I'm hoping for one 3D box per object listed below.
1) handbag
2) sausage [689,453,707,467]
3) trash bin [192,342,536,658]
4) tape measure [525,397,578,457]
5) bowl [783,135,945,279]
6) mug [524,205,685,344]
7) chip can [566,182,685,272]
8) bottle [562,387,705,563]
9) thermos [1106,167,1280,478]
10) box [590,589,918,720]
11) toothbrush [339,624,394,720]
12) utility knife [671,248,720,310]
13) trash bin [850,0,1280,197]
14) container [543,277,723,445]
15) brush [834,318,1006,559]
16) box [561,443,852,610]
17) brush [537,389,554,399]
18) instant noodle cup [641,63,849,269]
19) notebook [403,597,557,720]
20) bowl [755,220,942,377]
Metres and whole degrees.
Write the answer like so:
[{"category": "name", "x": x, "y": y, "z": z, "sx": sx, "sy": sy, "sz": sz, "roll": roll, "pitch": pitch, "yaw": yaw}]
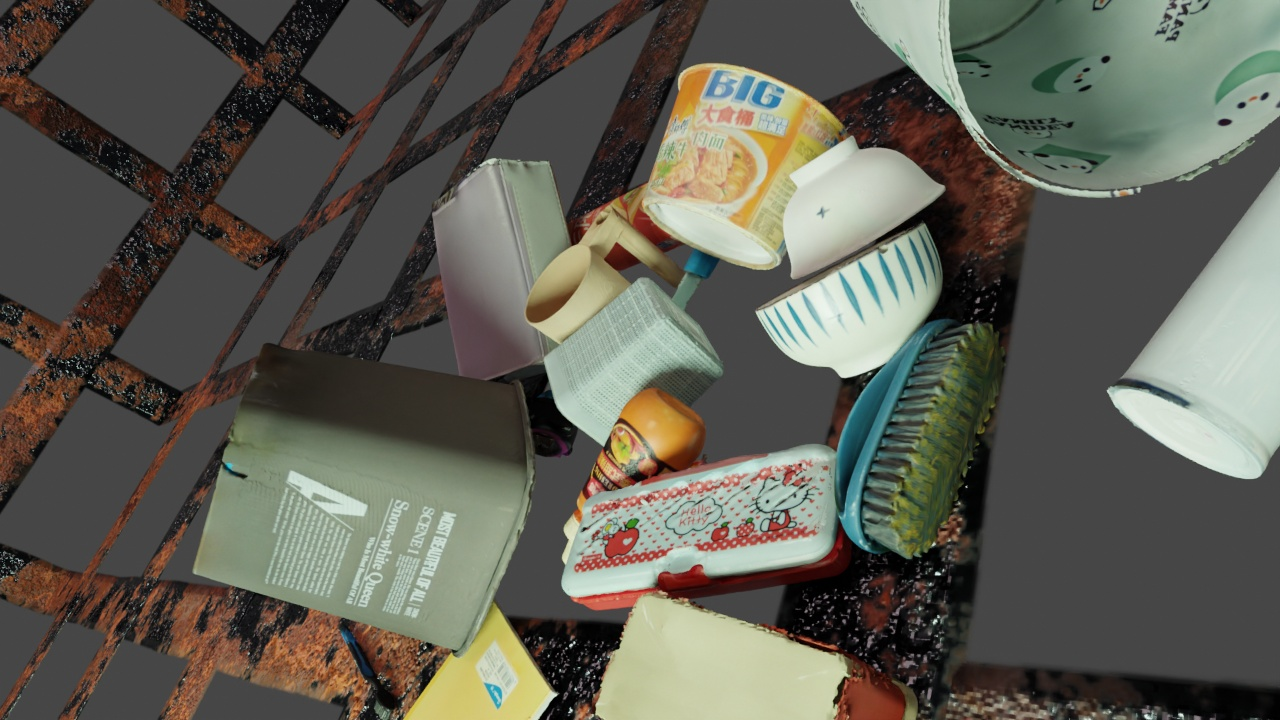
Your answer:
[{"category": "handbag", "x": -0.130, "y": -0.080, "z": 0.903, "sx": 0.145, "sy": 0.098, "sz": 0.197, "roll": -15, "pitch": 86, "yaw": 41}, {"category": "sausage", "x": 0.025, "y": 0.132, "z": 0.629, "sx": 0.020, "sy": 0.020, "sz": 0.155, "roll": -19, "pitch": 44, "yaw": 44}, {"category": "trash bin", "x": -0.221, "y": 0.102, "z": 0.747, "sx": 0.199, "sy": 0.219, "sz": 0.198, "roll": -66, "pitch": 22, "yaw": 20}, {"category": "tape measure", "x": -0.085, "y": 0.061, "z": 0.817, "sx": 0.058, "sy": 0.057, "sz": 0.039, "roll": 109, "pitch": 177, "yaw": -56}, {"category": "bowl", "x": 0.140, "y": -0.114, "z": 0.632, "sx": 0.118, "sy": 0.065, "sz": 0.118, "roll": -32, "pitch": 4, "yaw": 2}, {"category": "mug", "x": -0.025, "y": -0.056, "z": 0.811, "sx": 0.124, "sy": 0.103, "sz": 0.084, "roll": -56, "pitch": 30, "yaw": -6}, {"category": "chip can", "x": -0.018, "y": -0.125, "z": 0.908, "sx": 0.217, "sy": 0.073, "sz": 0.073, "roll": -17, "pitch": 45, "yaw": 44}, {"category": "bottle", "x": -0.012, "y": 0.094, "z": 0.686, "sx": 0.149, "sy": 0.066, "sz": 0.067, "roll": -56, "pitch": 29, "yaw": 8}, {"category": "thermos", "x": 0.304, "y": -0.056, "z": 0.398, "sx": 0.224, "sy": 0.073, "sz": 0.073, "roll": -53, "pitch": 30, "yaw": 0}, {"category": "box", "x": 0.049, "y": 0.180, "z": 0.490, "sx": 0.169, "sy": 0.077, "sz": 0.091, "roll": -1, "pitch": 58, "yaw": 53}, {"category": "toothbrush", "x": -0.262, "y": 0.290, "z": 0.868, "sx": 0.190, "sy": 0.014, "sz": 0.016, "roll": 16, "pitch": 95, "yaw": 59}, {"category": "utility knife", "x": 0.071, "y": -0.117, "z": 0.815, "sx": 0.018, "sy": 0.034, "sz": 0.185, "roll": 16, "pitch": 73, "yaw": 50}, {"category": "trash bin", "x": 0.240, "y": -0.249, "z": 0.544, "sx": 0.230, "sy": 0.229, "sz": 0.251, "roll": -43, "pitch": 27, "yaw": 17}, {"category": "container", "x": -0.004, "y": 0.004, "z": 0.737, "sx": 0.111, "sy": 0.090, "sz": 0.090, "roll": -43, "pitch": 32, "yaw": 12}, {"category": "brush", "x": 0.150, "y": 0.041, "z": 0.517, "sx": 0.074, "sy": 0.055, "sz": 0.143, "roll": 3, "pitch": 61, "yaw": 55}, {"category": "box", "x": 0.036, "y": 0.106, "z": 0.586, "sx": 0.202, "sy": 0.047, "sz": 0.086, "roll": -18, "pitch": 44, "yaw": 33}, {"category": "brush", "x": -0.203, "y": 0.120, "z": 0.931, "sx": 0.315, "sy": 0.060, "sz": 0.109, "roll": -46, "pitch": 36, "yaw": 6}, {"category": "instant noodle cup", "x": 0.077, "y": -0.148, "z": 0.735, "sx": 0.151, "sy": 0.151, "sz": 0.111, "roll": 17, "pitch": 81, "yaw": 58}, {"category": "notebook", "x": -0.153, "y": 0.301, "z": 0.708, "sx": 0.206, "sy": 0.010, "sz": 0.146, "roll": -55, "pitch": 30, "yaw": -3}, {"category": "bowl", "x": 0.138, "y": -0.031, "z": 0.577, "sx": 0.116, "sy": 0.066, "sz": 0.116, "roll": -28, "pitch": 1, "yaw": 0}]
